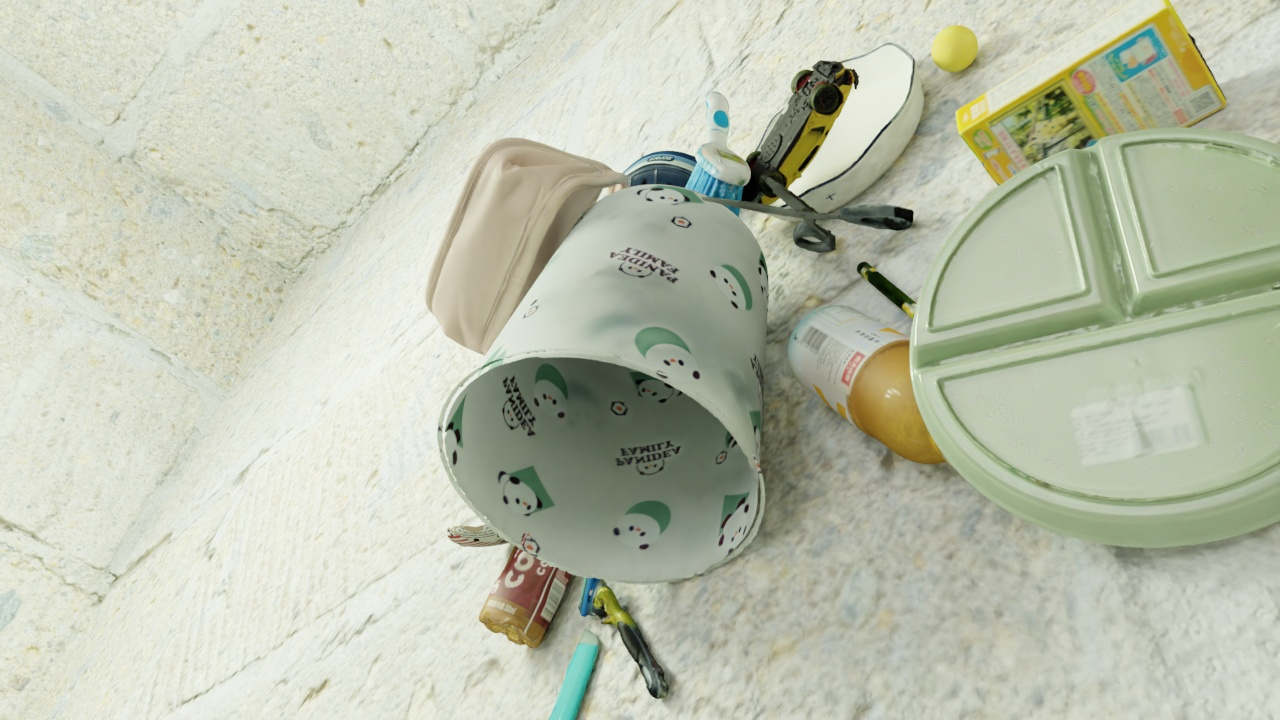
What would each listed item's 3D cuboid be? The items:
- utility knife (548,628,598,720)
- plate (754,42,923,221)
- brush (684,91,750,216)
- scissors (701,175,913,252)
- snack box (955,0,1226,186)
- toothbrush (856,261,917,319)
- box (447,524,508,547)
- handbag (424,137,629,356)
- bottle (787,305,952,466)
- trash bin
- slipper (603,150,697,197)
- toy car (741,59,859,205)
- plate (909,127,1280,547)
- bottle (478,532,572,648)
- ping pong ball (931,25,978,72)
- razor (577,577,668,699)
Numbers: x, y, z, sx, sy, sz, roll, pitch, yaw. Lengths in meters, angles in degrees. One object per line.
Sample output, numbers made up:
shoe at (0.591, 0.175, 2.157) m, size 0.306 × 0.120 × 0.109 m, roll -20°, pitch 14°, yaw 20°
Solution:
utility knife at (-0.070, 0.294, 0.655) m, size 0.029 × 0.013 × 0.221 m, roll -19°, pitch 37°, yaw 44°
plate at (0.187, -0.215, 0.892) m, size 0.205 × 0.045 × 0.204 m, roll -38°, pitch 28°, yaw 25°
brush at (0.072, -0.198, 0.912) m, size 0.314 × 0.060 × 0.110 m, roll -91°, pitch 18°, yaw -68°
scissors at (0.135, -0.118, 0.742) m, size 0.159 × 0.181 × 0.014 m, roll 93°, pitch 180°, yaw -78°
snack box at (0.294, -0.167, 0.608) m, size 0.141 × 0.087 × 0.033 m, roll -32°, pitch 32°, yaw 34°
toothbrush at (0.199, -0.037, 0.671) m, size 0.012 × 0.017 × 0.185 m, roll -47°, pitch 24°, yaw 12°
box at (-0.134, 0.128, 0.847) m, size 0.162 × 0.076 × 0.087 m, roll 95°, pitch 173°, yaw -77°
handbag at (-0.085, -0.116, 0.876) m, size 0.233 × 0.093 × 0.194 m, roll -30°, pitch -27°, yaw -56°
bottle at (0.162, 0.017, 0.594) m, size 0.068 × 0.068 × 0.189 m, roll -49°, pitch 26°, yaw 3°
trash bin at (-0.004, 0.004, 0.718) m, size 0.230 × 0.229 × 0.251 m, roll -31°, pitch 26°, yaw 34°
slipper at (-0.014, -0.144, 1.042) m, size 0.254 × 0.105 × 0.095 m, roll -29°, pitch 25°, yaw 40°
toy car at (0.141, -0.204, 0.844) m, size 0.156 × 0.041 × 0.071 m, roll -57°, pitch 22°, yaw 22°
plate at (0.247, -0.021, 0.462) m, size 0.231 × 0.027 × 0.229 m, roll -17°, pitch 58°, yaw 30°
bottle at (-0.076, 0.157, 0.796) m, size 0.058 × 0.057 × 0.174 m, roll -13°, pitch 44°, yaw 51°
ping pong ball at (0.284, -0.282, 0.830) m, size 0.040 × 0.040 × 0.040 m, roll -37°, pitch 29°, yaw 24°
razor at (-0.010, 0.201, 0.675) m, size 0.143 × 0.022 × 0.043 m, roll -144°, pitch 60°, yaw -60°
